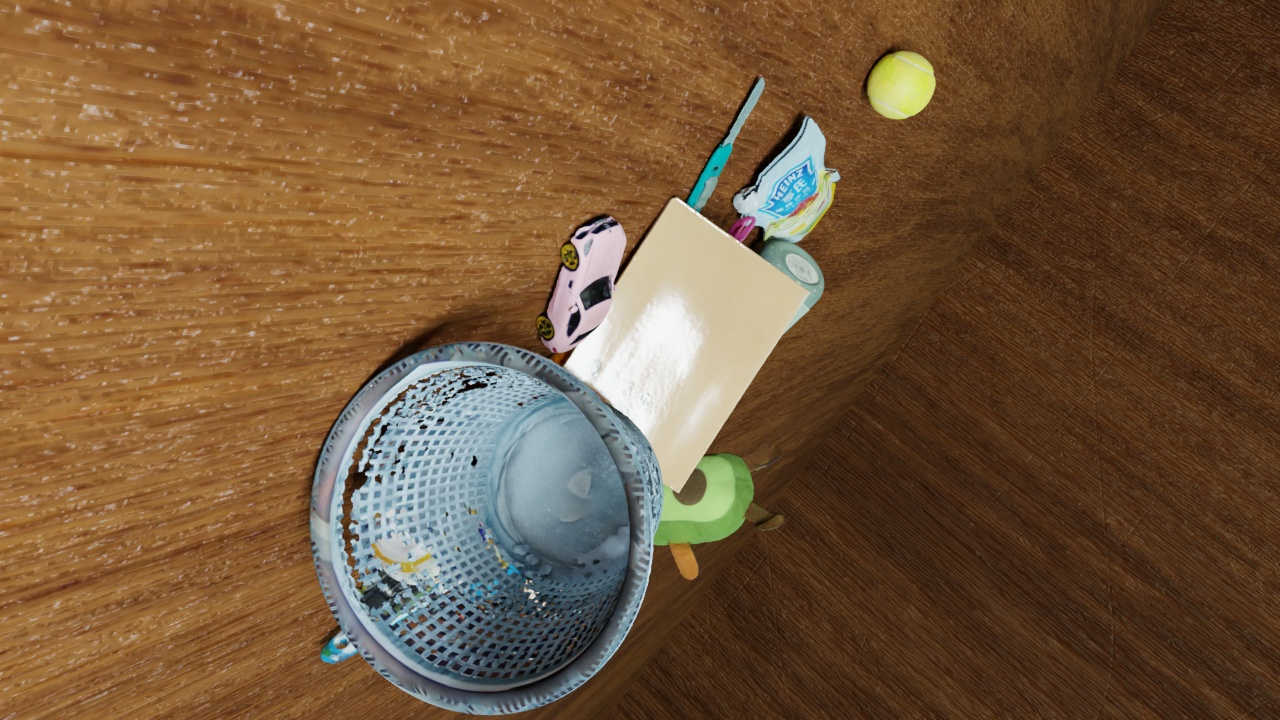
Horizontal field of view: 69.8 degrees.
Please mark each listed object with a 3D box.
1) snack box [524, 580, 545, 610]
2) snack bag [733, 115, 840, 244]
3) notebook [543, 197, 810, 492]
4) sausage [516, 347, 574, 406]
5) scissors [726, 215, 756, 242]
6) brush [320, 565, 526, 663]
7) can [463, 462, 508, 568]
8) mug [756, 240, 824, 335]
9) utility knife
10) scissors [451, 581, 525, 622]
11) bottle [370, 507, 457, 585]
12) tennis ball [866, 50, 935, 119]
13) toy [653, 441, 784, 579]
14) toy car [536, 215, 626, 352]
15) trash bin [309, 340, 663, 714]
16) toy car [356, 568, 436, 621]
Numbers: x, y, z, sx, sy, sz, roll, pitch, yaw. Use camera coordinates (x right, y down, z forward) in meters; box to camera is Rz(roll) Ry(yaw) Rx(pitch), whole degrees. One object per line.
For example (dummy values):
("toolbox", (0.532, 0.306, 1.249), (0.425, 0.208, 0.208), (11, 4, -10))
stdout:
("snack box", (-0.067, 0.189, 0.965), (0.156, 0.026, 0.085), (-30, 137, -59))
("snack bag", (0.150, -0.169, 0.921), (0.110, 0.039, 0.191), (-40, 164, 12))
("notebook", (0.030, -0.010, 0.771), (0.207, 0.148, 0.008), (-57, -165, 2))
("sausage", (-0.077, 0.012, 0.770), (0.165, 0.021, 0.021), (-43, 161, -19))
("scissors", (0.070, -0.098, 0.887), (0.128, 0.017, 0.133), (-38, 160, 12))
("brush", (-0.173, 0.211, 0.905), (0.313, 0.060, 0.110), (-36, 153, -34))
("can", (-0.118, 0.130, 0.831), (0.049, 0.074, 0.148), (-32, 155, -36))
("mug", (0.129, -0.065, 0.973), (0.107, 0.082, 0.111), (-47, 171, 38))
("utility knife", (0.053, -0.144, 0.774), (0.029, 0.013, 0.210), (-25, 151, -52))
("scissors", (-0.163, 0.273, 0.982), (0.223, 0.021, 0.220), (-35, 179, 39))
("bottle", (-0.180, 0.151, 0.742), (0.063, 0.063, 0.108), (-42, 161, -21))
("tennis ball", (0.259, -0.274, 0.915), (0.065, 0.065, 0.066), (-43, 161, -19))
("toy", (0.068, 0.179, 1.204), (0.247, 0.226, 0.090), (-14, 138, 17))
("toy car", (-0.042, -0.054, 0.699), (0.056, 0.037, 0.123), (-33, 155, -44))
("trash bin", (-0.079, 0.103, 0.644), (0.227, 0.226, 0.195), (-52, 168, 9))
("toy car", (-0.216, 0.203, 0.797), (0.091, 0.043, 0.036), (-40, 157, -22))
